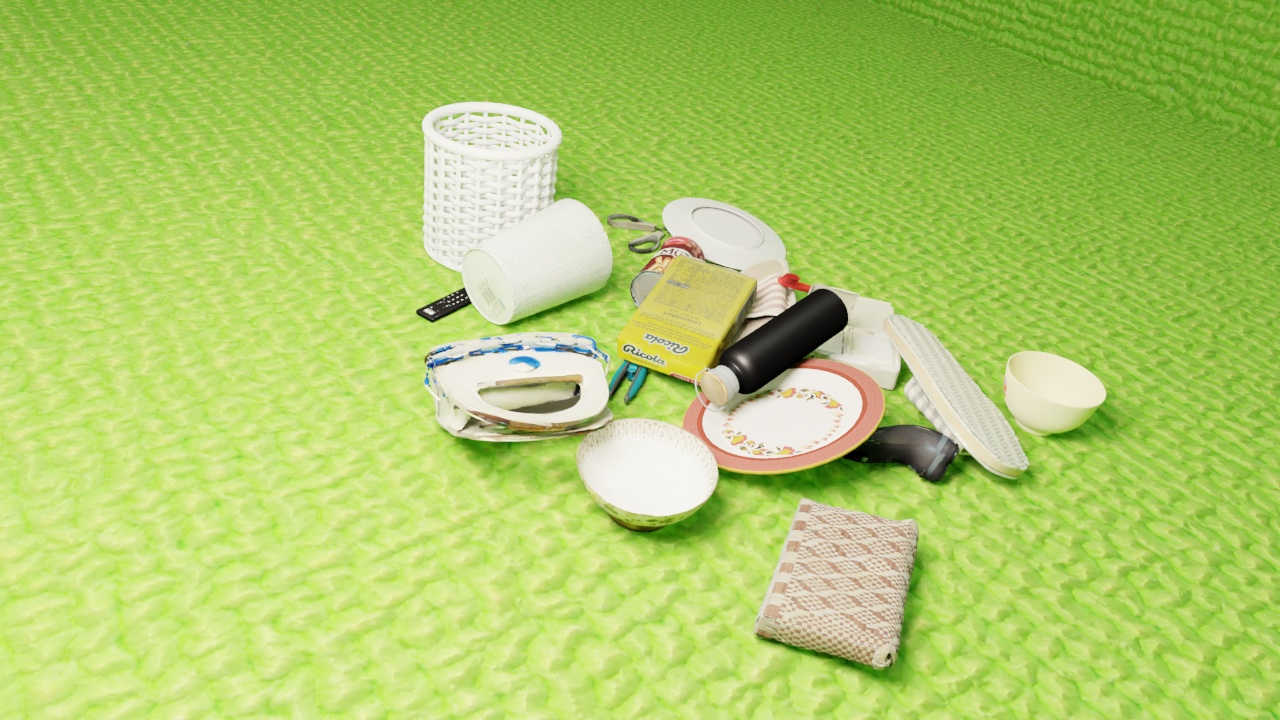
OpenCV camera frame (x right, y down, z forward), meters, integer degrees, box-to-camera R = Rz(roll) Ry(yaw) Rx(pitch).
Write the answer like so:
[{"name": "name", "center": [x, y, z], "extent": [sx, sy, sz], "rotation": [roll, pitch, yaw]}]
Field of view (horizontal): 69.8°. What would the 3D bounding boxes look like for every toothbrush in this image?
[{"name": "toothbrush", "center": [0.250, -0.099, 1.278], "extent": [0.212, 0.018, 0.012], "rotation": [8, 50, -52]}]

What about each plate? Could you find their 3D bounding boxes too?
[{"name": "plate", "center": [0.136, -0.208, 1.461], "extent": [0.208, 0.015, 0.208], "rotation": [14, 36, -10]}, {"name": "plate", "center": [0.161, 0.064, 1.046], "extent": [0.230, 0.021, 0.229], "rotation": [-12, 28, 6]}]

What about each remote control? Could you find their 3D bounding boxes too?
[{"name": "remote control", "center": [-0.237, -0.084, 1.222], "extent": [0.030, 0.009, 0.139], "rotation": [27, 38, 25]}]

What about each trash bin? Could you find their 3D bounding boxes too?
[{"name": "trash bin", "center": [-0.139, -0.125, 1.209], "extent": [0.133, 0.133, 0.160], "rotation": [33, 45, 30]}]

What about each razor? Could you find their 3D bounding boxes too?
[{"name": "razor", "center": [0.288, 0.106, 1.043], "extent": [0.140, 0.053, 0.063], "rotation": [2, 60, -2]}]

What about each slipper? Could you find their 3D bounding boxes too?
[{"name": "slipper", "center": [0.373, 0.041, 1.124], "extent": [0.114, 0.054, 0.272], "rotation": [16, 35, -35]}, {"name": "slipper", "center": [0.156, -0.086, 1.256], "extent": [0.115, 0.052, 0.262], "rotation": [-16, 25, 19]}]

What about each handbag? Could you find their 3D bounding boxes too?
[{"name": "handbag", "center": [0.190, 0.209, 0.867], "extent": [0.124, 0.047, 0.185], "rotation": [12, 33, 18]}, {"name": "handbag", "center": [-0.125, 0.026, 0.969], "extent": [0.200, 0.093, 0.199], "rotation": [-8, 20, -22]}]

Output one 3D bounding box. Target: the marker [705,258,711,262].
[{"name": "marker", "center": [0.124, -0.197, 1.470], "extent": [0.017, 0.017, 0.145], "rotation": [14, 34, 7]}]

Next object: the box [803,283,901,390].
[{"name": "box", "center": [0.285, -0.062, 1.237], "extent": [0.143, 0.099, 0.183], "rotation": [12, 34, 4]}]

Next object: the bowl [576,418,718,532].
[{"name": "bowl", "center": [0.004, 0.126, 0.926], "extent": [0.145, 0.063, 0.145], "rotation": [6, 35, -4]}]

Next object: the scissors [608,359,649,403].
[{"name": "scissors", "center": [-0.012, 0.006, 1.138], "extent": [0.139, 0.019, 0.136], "rotation": [-8, 38, -22]}]

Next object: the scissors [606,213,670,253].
[{"name": "scissors", "center": [0.022, -0.206, 1.462], "extent": [0.171, 0.013, 0.157], "rotation": [16, 36, 11]}]

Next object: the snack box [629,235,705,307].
[{"name": "snack box", "center": [0.039, -0.120, 1.288], "extent": [0.072, 0.072, 0.121], "rotation": [19, 35, 14]}]

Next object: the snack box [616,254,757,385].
[{"name": "snack box", "center": [0.063, -0.054, 1.154], "extent": [0.121, 0.045, 0.180], "rotation": [19, 50, 18]}]

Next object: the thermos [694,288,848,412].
[{"name": "thermos", "center": [0.152, -0.010, 1.095], "extent": [0.230, 0.061, 0.061], "rotation": [-32, 51, -29]}]

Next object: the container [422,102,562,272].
[{"name": "container", "center": [-0.214, -0.245, 1.305], "extent": [0.189, 0.187, 0.189], "rotation": [6, 34, -5]}]

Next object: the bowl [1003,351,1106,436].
[{"name": "bowl", "center": [0.506, 0.052, 1.148], "extent": [0.118, 0.074, 0.117], "rotation": [6, 34, -5]}]
